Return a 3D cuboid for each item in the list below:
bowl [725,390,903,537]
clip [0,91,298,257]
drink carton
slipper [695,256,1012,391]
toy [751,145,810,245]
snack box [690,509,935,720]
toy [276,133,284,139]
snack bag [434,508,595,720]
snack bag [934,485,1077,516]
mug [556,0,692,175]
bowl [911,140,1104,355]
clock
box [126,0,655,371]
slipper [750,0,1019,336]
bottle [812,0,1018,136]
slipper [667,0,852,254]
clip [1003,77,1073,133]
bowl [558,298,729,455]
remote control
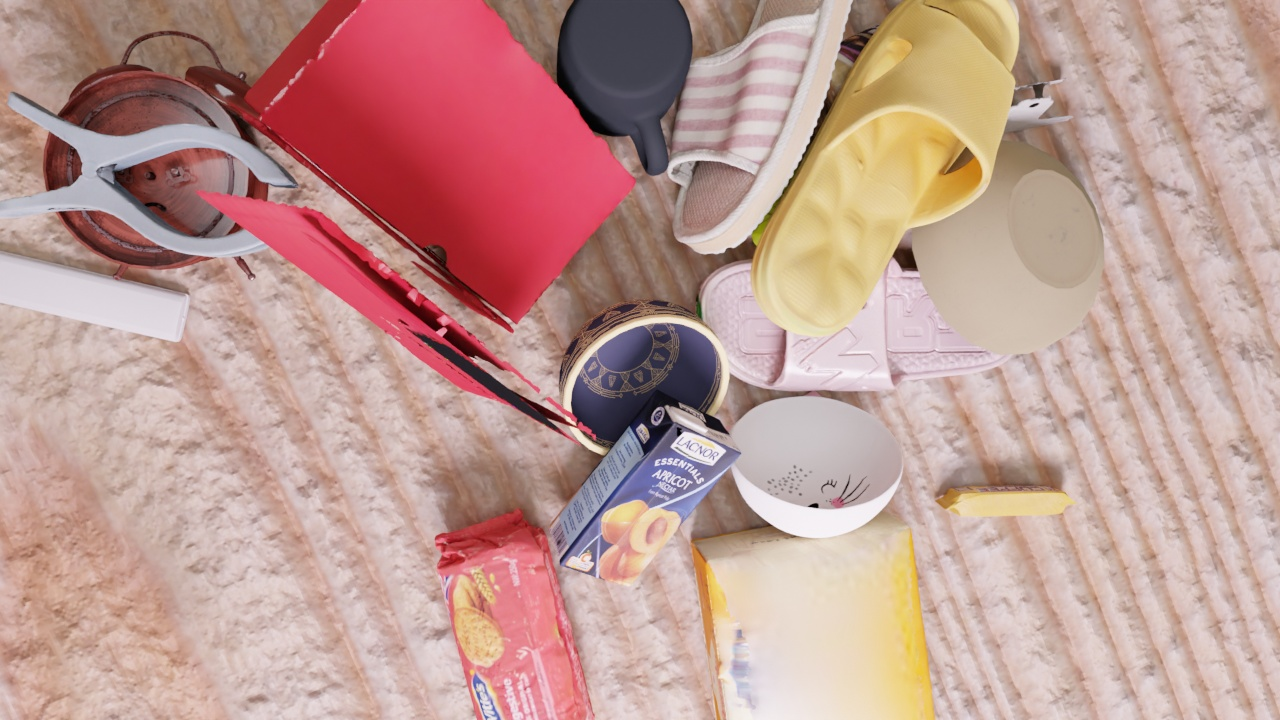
[{"bbox_3d":[0.116,0.079,0.624,0.114,0.114,0.051,-5,126,-5],"label":"bowl"},{"bbox_3d":[-0.283,-0.121,0.534,0.163,0.028,0.112,8,93,-8],"label":"clip"},{"bbox_3d":[0.002,0.086,0.609,0.064,0.040,0.130,26,110,-33],"label":"drink carton"},{"bbox_3d":[0.159,-0.025,0.636,0.239,0.064,0.094,0,93,-7],"label":"slipper"},{"bbox_3d":[0.122,-0.115,0.638,0.093,0.036,0.094,-2,71,10],"label":"toy"},{"bbox_3d":[0.122,0.214,0.635,0.145,0.080,0.195,-9,94,-6],"label":"snack box"},{"bbox_3d":[-0.151,-0.158,0.602,0.131,0.097,0.124,31,83,12],"label":"toy"},{"bbox_3d":[-0.081,0.190,0.617,0.082,0.082,0.176,-15,95,-5],"label":"snack bag"},{"bbox_3d":[0.267,0.102,0.672,0.099,0.026,0.020,0,93,-4],"label":"snack bag"},{"bbox_3d":[-0.006,-0.179,0.596,0.085,0.094,0.121,-18,94,-4],"label":"mug"},{"bbox_3d":[0.261,-0.082,0.623,0.152,0.051,0.152,4,79,-23],"label":"bowl"},{"bbox_3d":[-0.298,-0.131,0.582,0.120,0.072,0.157,0,94,-6],"label":"clock"},{"bbox_3d":[-0.186,-0.147,0.626,0.197,0.351,0.217,-52,133,-5],"label":"box"},{"bbox_3d":[0.164,-0.129,0.566,0.099,0.078,0.263,36,84,-23],"label":"slipper"},{"bbox_3d":[0.186,-0.209,0.633,0.166,0.060,0.059,-27,95,-12],"label":"bottle"},{"bbox_3d":[0.077,-0.199,0.604,0.052,0.115,0.263,23,87,-30],"label":"slipper"},{"bbox_3d":[0.265,-0.176,0.648,0.102,0.056,0.056,-13,126,-5],"label":"clip"},{"bbox_3d":[-0.004,0.004,0.617,0.112,0.061,0.113,-10,126,-14],"label":"bowl"},{"bbox_3d":[-0.370,-0.043,0.609,0.131,0.012,0.033,13,91,-6],"label":"remote control"}]
